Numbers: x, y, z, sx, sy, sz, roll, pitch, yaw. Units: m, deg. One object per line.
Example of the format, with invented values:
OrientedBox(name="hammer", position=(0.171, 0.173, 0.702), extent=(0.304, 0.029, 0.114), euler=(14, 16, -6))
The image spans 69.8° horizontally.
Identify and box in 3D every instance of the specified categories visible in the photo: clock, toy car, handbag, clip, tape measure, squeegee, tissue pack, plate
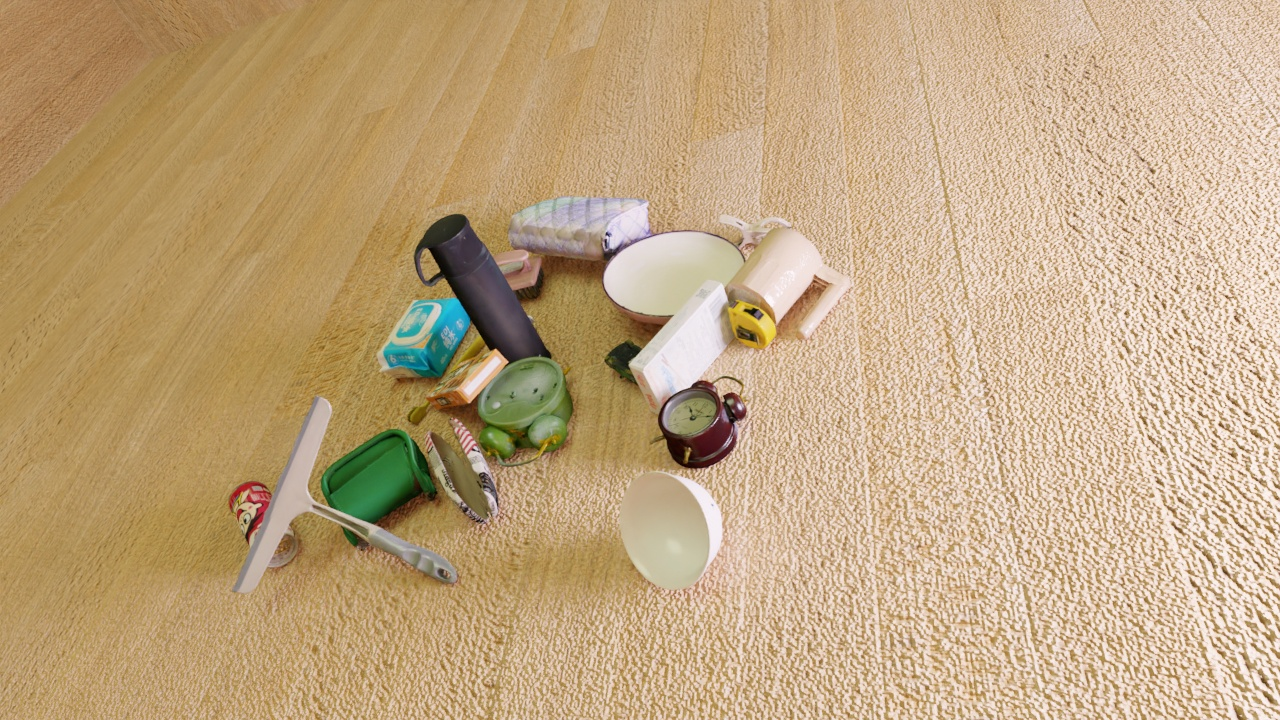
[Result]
OrientedBox(name="clock", position=(-0.142, 0.067, 1.142), extent=(0.116, 0.056, 0.160), euler=(-12, 42, 18))
OrientedBox(name="toy car", position=(-0.007, 0.007, 1.149), extent=(0.043, 0.036, 0.091), euler=(-41, 43, -15))
OrientedBox(name="handbag", position=(-0.322, 0.160, 1.137), extent=(0.131, 0.068, 0.120), euler=(-32, 49, -9))
OrientedBox(name="clip", position=(0.157, -0.172, 1.255), extent=(0.097, 0.060, 0.034), euler=(-2, 46, 11))
OrientedBox(name="handbag", position=(-0.085, -0.195, 1.366), extent=(0.194, 0.076, 0.133), euler=(10, 29, 37))
OrientedBox(name="tape measure", position=(0.133, -0.039, 1.107), extent=(0.057, 0.060, 0.028), euler=(23, 58, 36))
OrientedBox(name="squeegee", position=(-0.313, 0.200, 1.058), extent=(0.247, 0.039, 0.246), euler=(22, 88, 12))
OrientedBox(name="clock", position=(0.071, 0.065, 1.029), extent=(0.082, 0.055, 0.121), euler=(25, 64, 44))
OrientedBox(name="tissue pack", position=(-0.315, -0.033, 1.335), extent=(0.090, 0.063, 0.139), euler=(-2, 46, 27))
OrientedBox(name="plate", position=(0.046, -0.105, 1.220), extent=(0.192, 0.039, 0.192), euler=(-6, 41, 5))

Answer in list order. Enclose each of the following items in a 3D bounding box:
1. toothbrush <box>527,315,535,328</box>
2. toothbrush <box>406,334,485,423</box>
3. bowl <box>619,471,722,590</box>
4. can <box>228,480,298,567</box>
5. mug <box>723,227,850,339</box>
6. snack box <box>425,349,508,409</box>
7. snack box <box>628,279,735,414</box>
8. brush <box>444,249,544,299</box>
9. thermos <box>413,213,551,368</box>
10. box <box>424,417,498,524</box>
OrientedBox(name="toothbrush", position=(-0.226, -0.063, 1.356), extent=(0.190, 0.029, 0.020), euler=(11, 10, 38))
OrientedBox(name="toothbrush", position=(-0.265, 0.016, 1.293), extent=(0.017, 0.016, 0.189), euler=(6, 50, 41))
OrientedBox(name="bowl", position=(0.043, 0.164, 0.921), extent=(0.118, 0.118, 0.064), euler=(19, 19, 40))
OrientedBox(name="can", position=(-0.483, 0.208, 1.173), extent=(0.053, 0.053, 0.133), euler=(-40, 42, -16))
OrientedBox(name="mug", position=(0.179, -0.090, 1.132), extent=(0.125, 0.084, 0.103), euler=(33, 66, 17))
OrientedBox(name="snack box", position=(-0.230, 0.027, 1.203), extent=(0.075, 0.026, 0.154), euler=(-49, 16, -23))
OrientedBox(name="snack box", position=(0.055, -0.016, 1.102), extent=(0.027, 0.085, 0.156), euler=(22, 59, 40))
OrientedBox(name="brush", position=(-0.219, -0.120, 1.372), extent=(0.146, 0.073, 0.063), euler=(-12, 43, 19))
OrientedBox(name="thermos", position=(-0.203, -0.069, 1.176), extent=(0.090, 0.243, 0.068), euler=(-32, 40, -5))
OrientedBox(name="box", position=(-0.220, 0.139, 1.102), extent=(0.077, 0.075, 0.163), euler=(-28, 41, -13))
